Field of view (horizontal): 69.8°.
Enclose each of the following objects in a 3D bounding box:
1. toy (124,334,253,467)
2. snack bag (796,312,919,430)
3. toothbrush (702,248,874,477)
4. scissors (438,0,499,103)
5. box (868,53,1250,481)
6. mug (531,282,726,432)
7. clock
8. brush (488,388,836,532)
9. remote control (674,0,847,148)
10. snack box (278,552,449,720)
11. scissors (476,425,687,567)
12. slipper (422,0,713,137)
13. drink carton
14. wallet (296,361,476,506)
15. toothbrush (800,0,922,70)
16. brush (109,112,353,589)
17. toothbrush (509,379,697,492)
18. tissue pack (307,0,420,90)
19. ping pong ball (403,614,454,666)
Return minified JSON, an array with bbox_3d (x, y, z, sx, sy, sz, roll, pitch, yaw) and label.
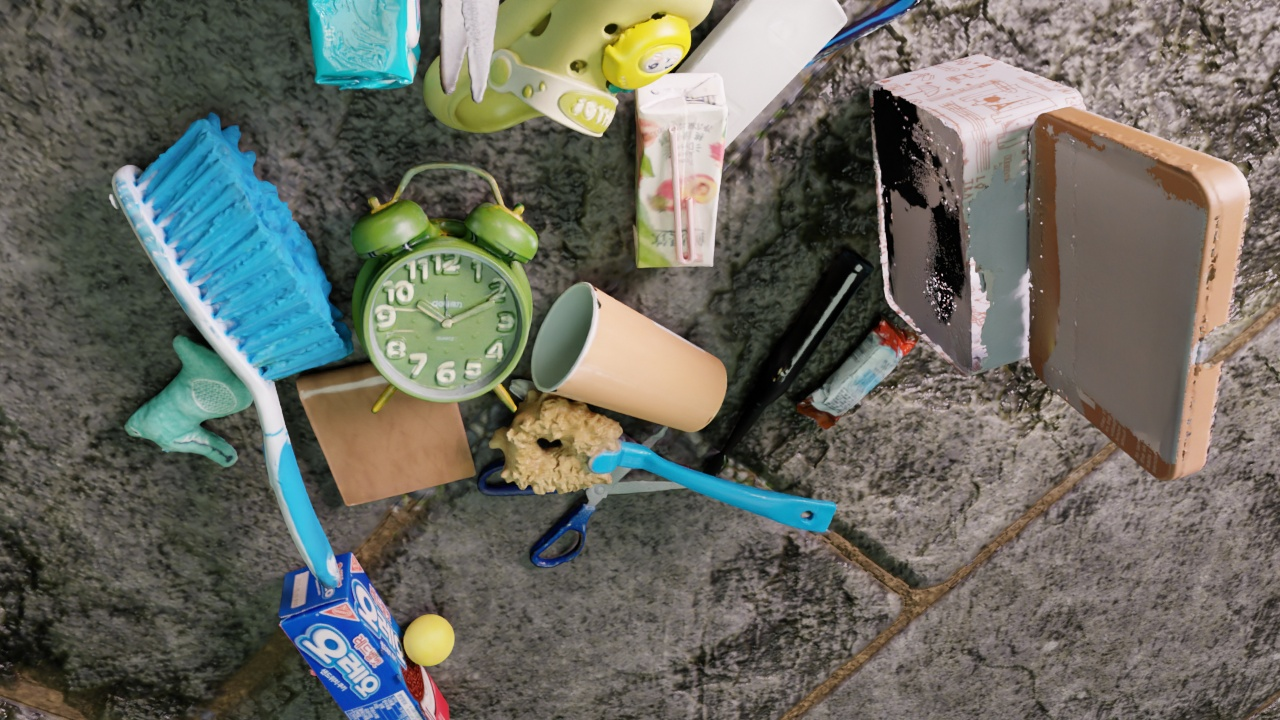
[{"bbox_3d":[-0.296,0.033,0.612,0.092,0.030,0.096,-33,129,13],"label":"toy"},{"bbox_3d":[0.167,0.011,0.708,0.045,0.026,0.105,29,111,-36],"label":"snack bag"},{"bbox_3d":[0.105,0.011,0.695,0.026,0.027,0.213,38,113,17],"label":"toothbrush"},{"bbox_3d":[-0.091,-0.229,0.431,0.148,0.022,0.234,27,72,-10],"label":"scissors"},{"bbox_3d":[0.232,-0.065,0.541,0.082,0.259,0.177,-18,122,-5],"label":"box"},{"bbox_3d":[-0.004,0.004,0.639,0.122,0.078,0.078,22,112,-30],"label":"mug"},{"bbox_3d":[-0.123,-0.045,0.581,0.116,0.056,0.161,-1,108,-15],"label":"clock"},{"bbox_3d":[0.017,0.082,0.659,0.254,0.045,0.083,16,113,-3],"label":"brush"},{"bbox_3d":[0.060,-0.178,0.561,0.056,0.019,0.135,30,121,-29],"label":"remote control"},{"bbox_3d":[-0.216,0.249,0.738,0.057,0.058,0.208,-20,123,-1],"label":"snack box"},{"bbox_3d":[-0.045,0.105,0.712,0.162,0.012,0.175,17,121,-15],"label":"scissors"},{"bbox_3d":[-0.034,-0.157,0.494,0.191,0.091,0.081,-20,83,32],"label":"slipper"},{"bbox_3d":[0.023,-0.113,0.568,0.053,0.045,0.123,-1,137,-2],"label":"drink carton"},{"bbox_3d":[-0.178,0.049,0.654,0.101,0.020,0.115,-12,125,-8],"label":"wallet"},{"bbox_3d":[0.149,-0.213,0.580,0.189,0.014,0.016,-29,146,5],"label":"toothbrush"},{"bbox_3d":[-0.228,0.011,0.581,0.109,0.060,0.315,-23,116,1],"label":"brush"},{"bbox_3d":[-0.021,0.060,0.697,0.187,0.017,0.016,30,109,-27],"label":"toothbrush"},{"bbox_3d":[-0.139,-0.209,0.467,0.050,0.093,0.134,0,120,-9],"label":"tissue pack"},{"bbox_3d":[-0.172,0.227,0.746,0.040,0.040,0.040,-6,121,-10],"label":"ping pong ball"}]
